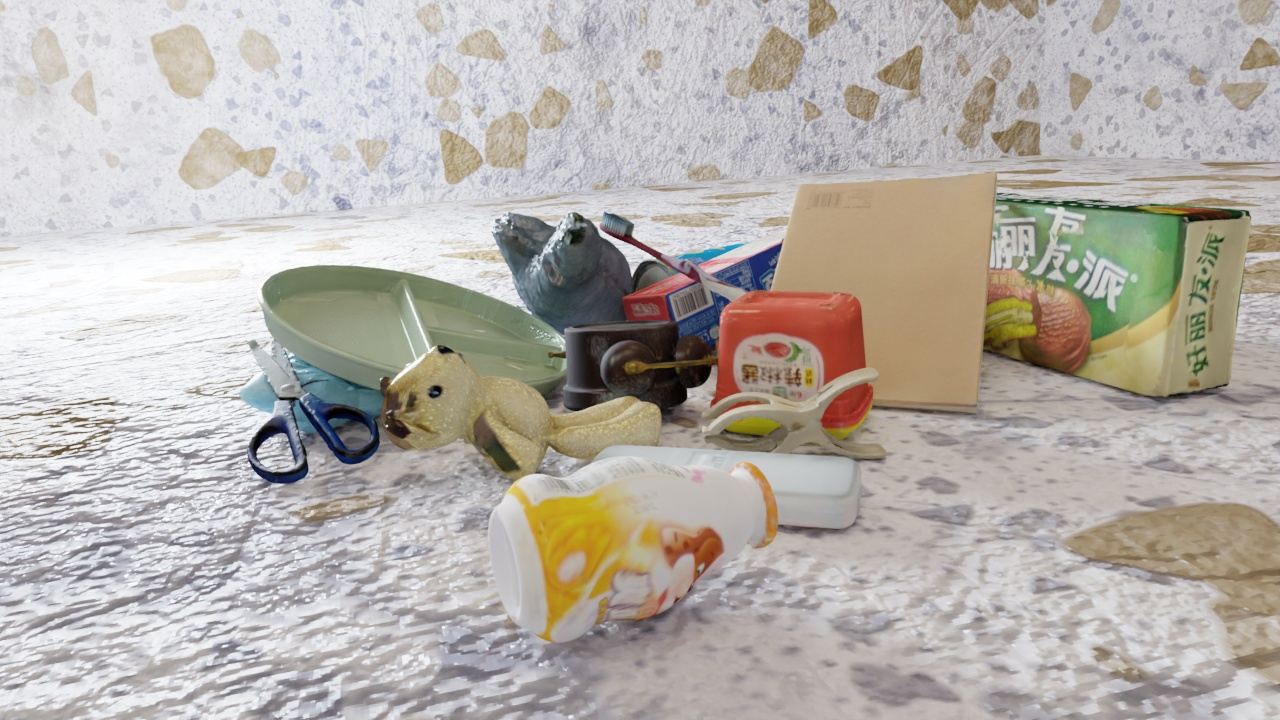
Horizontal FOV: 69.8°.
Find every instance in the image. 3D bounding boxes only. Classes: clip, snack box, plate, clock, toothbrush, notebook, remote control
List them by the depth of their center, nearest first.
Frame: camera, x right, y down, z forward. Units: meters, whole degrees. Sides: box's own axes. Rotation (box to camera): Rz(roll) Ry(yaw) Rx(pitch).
[{"bbox_3d":[0.039,0.061,0.451,0.136,0.020,0.055,1,16,16],"label":"remote control"},{"bbox_3d":[0.083,0.034,0.504,0.100,0.070,0.034,-6,14,6],"label":"clip"},{"bbox_3d":[0.092,0.000,0.558,0.091,0.080,0.081,3,15,24],"label":"snack box"},{"bbox_3d":[-0.004,0.003,0.592,0.081,0.055,0.122,-7,6,-35],"label":"clock"},{"bbox_3d":[0.166,-0.056,0.646,0.150,0.012,0.210,2,52,24],"label":"notebook"},{"bbox_3d":[0.301,-0.058,0.663,0.063,0.114,0.240,-7,15,-20],"label":"snack box"},{"bbox_3d":[-0.161,-0.021,0.673,0.230,0.027,0.230,15,16,-5],"label":"plate"},{"bbox_3d":[0.043,-0.070,0.699,0.188,0.017,0.016,31,35,23],"label":"toothbrush"},{"bbox_3d":[0.082,-0.061,0.772,0.206,0.057,0.058,-27,17,-37],"label":"snack box"}]

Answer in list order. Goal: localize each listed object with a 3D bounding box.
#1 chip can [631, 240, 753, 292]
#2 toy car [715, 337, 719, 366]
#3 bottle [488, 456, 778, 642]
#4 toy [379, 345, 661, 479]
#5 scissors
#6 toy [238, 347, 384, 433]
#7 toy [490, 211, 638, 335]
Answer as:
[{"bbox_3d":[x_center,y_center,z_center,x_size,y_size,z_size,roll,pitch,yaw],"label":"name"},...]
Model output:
[{"bbox_3d":[0.092,-0.076,0.869,0.209,0.071,0.071,-15,19,-36],"label":"chip can"},{"bbox_3d":[0.100,-0.008,0.678,0.090,0.035,0.042,1,17,4],"label":"toy car"},{"bbox_3d":[-0.001,0.067,0.355,0.108,0.063,0.063,-10,16,-23],"label":"bottle"},{"bbox_3d":[-0.064,0.031,0.508,0.157,0.066,0.105,8,15,-25],"label":"toy"},{"bbox_3d":[-0.212,0.021,0.585,0.126,0.012,0.173,-1,32,-4],"label":"scissors"},{"bbox_3d":[-0.222,0.006,0.668,0.161,0.050,0.155,14,21,28],"label":"toy"},{"bbox_3d":[-0.067,-0.080,0.798,0.091,0.138,0.356,-42,15,-6],"label":"toy"}]
